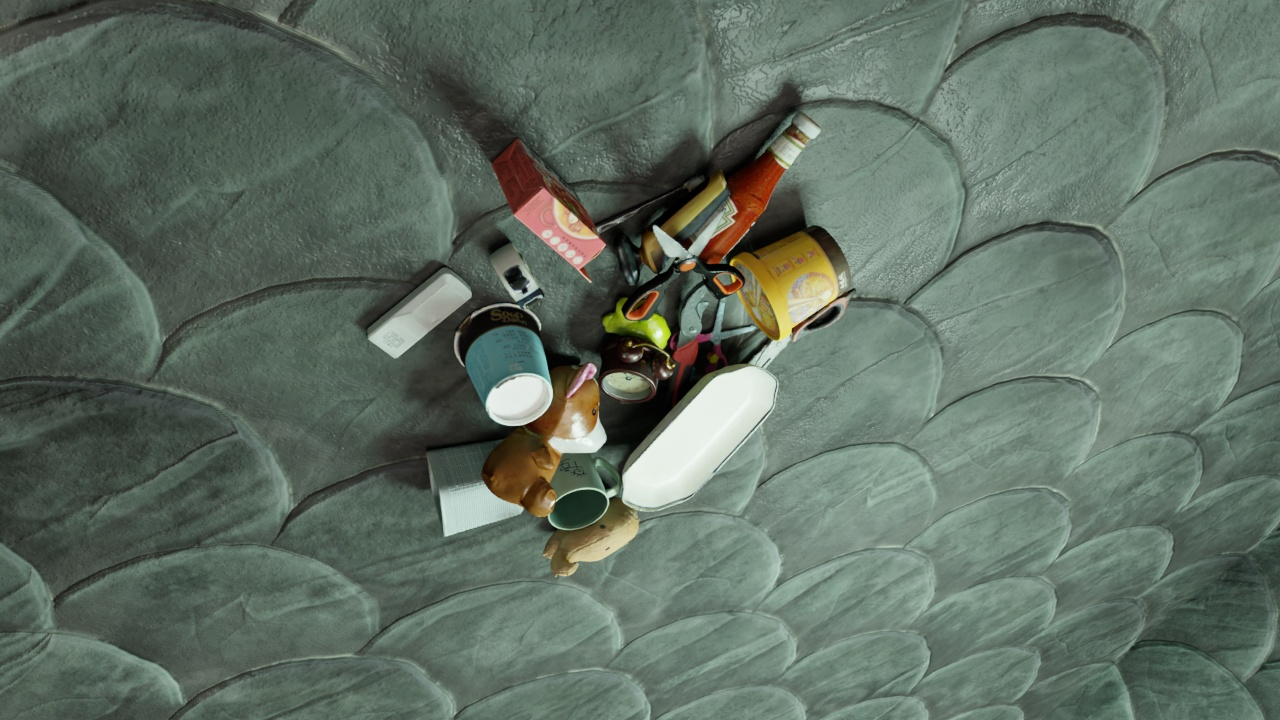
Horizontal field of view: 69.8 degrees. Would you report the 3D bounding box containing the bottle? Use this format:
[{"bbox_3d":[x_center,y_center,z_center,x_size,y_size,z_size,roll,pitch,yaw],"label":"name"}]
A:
[{"bbox_3d":[0.128,-0.198,1.066,0.059,0.059,0.206,25,115,-37],"label":"bottle"}]

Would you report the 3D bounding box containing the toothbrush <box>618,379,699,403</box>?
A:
[{"bbox_3d":[0.059,0.036,1.245,0.189,0.016,0.014,-10,124,-7],"label":"toothbrush"}]

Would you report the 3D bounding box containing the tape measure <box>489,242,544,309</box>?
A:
[{"bbox_3d":[-0.140,-0.098,1.034,0.033,0.065,0.066,-32,136,0],"label":"tape measure"}]

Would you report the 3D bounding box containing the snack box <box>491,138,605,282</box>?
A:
[{"bbox_3d":[-0.090,-0.159,0.969,0.044,0.113,0.127,-40,133,11],"label":"snack box"}]

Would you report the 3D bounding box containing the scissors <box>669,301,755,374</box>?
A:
[{"bbox_3d":[0.096,-0.027,1.227,0.134,0.017,0.134,-8,124,-24],"label":"scissors"}]

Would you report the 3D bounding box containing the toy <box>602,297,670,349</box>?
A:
[{"bbox_3d":[-0.001,-0.040,1.166,0.100,0.031,0.097,22,129,-29],"label":"toy"}]

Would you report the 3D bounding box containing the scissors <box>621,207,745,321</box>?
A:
[{"bbox_3d":[0.054,-0.106,1.051,0.227,0.021,0.222,4,150,-43],"label":"scissors"}]

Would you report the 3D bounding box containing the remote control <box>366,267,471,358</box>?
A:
[{"bbox_3d":[-0.253,-0.054,1.055,0.125,0.024,0.049,-37,133,11],"label":"remote control"}]

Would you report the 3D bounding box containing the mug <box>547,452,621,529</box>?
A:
[{"bbox_3d":[-0.085,0.162,1.256,0.111,0.106,0.082,-9,131,-15],"label":"mug"}]

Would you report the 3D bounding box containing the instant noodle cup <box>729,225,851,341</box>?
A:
[{"bbox_3d":[0.189,-0.102,1.141,0.114,0.118,0.118,-30,135,-8],"label":"instant noodle cup"}]

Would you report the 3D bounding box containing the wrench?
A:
[{"bbox_3d":[0.058,0.013,1.211,0.056,0.016,0.274,2,124,-19],"label":"wrench"}]

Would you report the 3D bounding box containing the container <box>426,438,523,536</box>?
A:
[{"bbox_3d":[-0.218,0.164,1.218,0.111,0.090,0.090,-12,133,-18],"label":"container"}]

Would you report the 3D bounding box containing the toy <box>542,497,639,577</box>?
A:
[{"bbox_3d":[-0.068,0.248,1.293,0.143,0.082,0.226,-32,175,4],"label":"toy"}]

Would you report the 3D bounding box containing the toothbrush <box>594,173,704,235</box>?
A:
[{"bbox_3d":[-0.006,-0.171,1.063,0.181,0.018,0.016,-25,137,2],"label":"toothbrush"}]

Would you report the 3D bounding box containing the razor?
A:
[{"bbox_3d":[0.035,-0.156,1.055,0.168,0.062,0.067,-40,115,19],"label":"razor"}]

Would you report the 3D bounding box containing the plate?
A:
[{"bbox_3d":[0.074,0.101,1.251,0.266,0.034,0.162,-49,140,14],"label":"plate"}]

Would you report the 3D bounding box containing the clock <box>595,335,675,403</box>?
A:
[{"bbox_3d":[-0.007,0.007,1.151,0.082,0.055,0.122,27,144,-19],"label":"clock"}]

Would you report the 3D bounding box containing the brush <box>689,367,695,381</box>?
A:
[{"bbox_3d":[0.035,0.112,1.314,0.083,0.045,0.255,6,122,-14],"label":"brush"}]

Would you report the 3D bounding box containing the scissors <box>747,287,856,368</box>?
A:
[{"bbox_3d":[0.211,-0.033,1.273,0.198,0.015,0.205,-13,133,-13],"label":"scissors"}]

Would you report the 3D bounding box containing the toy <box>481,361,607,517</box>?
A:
[{"bbox_3d":[-0.107,0.092,1.135,0.130,0.140,0.199,24,83,-17],"label":"toy"}]

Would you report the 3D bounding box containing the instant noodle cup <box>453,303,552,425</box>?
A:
[{"bbox_3d":[-0.157,0.011,1.084,0.111,0.120,0.111,-12,132,-13],"label":"instant noodle cup"}]
